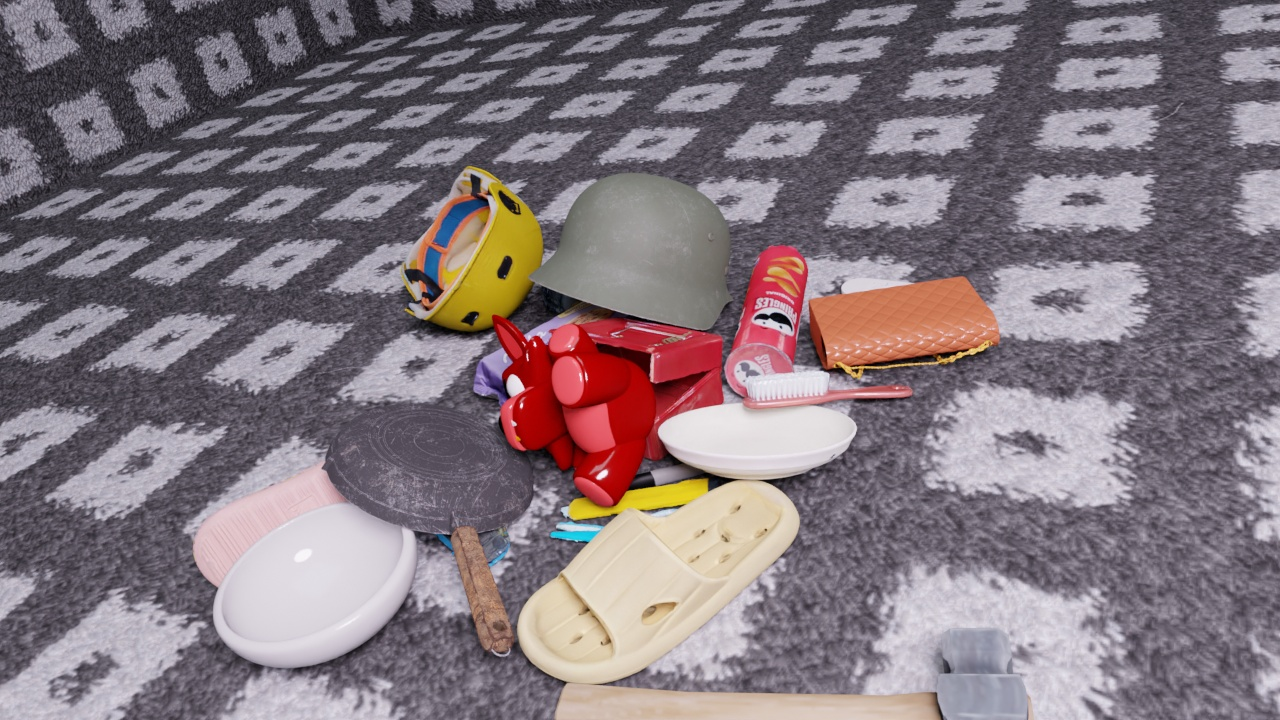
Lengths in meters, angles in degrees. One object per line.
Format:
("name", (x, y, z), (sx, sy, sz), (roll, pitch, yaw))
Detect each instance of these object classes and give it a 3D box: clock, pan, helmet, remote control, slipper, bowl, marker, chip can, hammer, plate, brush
("clock", (-0.083, -0.098, 1.230), (0.090, 0.052, 0.129), (-31, 40, -26))
("pan", (-0.169, 0.131, 0.832), (0.207, 0.040, 0.357), (5, 24, -29))
("helmet", (0.012, -0.141, 1.093), (0.227, 0.154, 0.267), (24, 12, 41))
("remote control", (0.303, -0.078, 1.082), (0.137, 0.013, 0.043), (11, 39, 34))
("slipper", (0.021, 0.162, 0.746), (0.260, 0.079, 0.111), (-27, 46, -23))
("bowl", (-0.276, 0.206, 0.810), (0.177, 0.066, 0.176), (-10, 32, 6))
("marker", (0.035, 0.108, 0.894), (0.138, 0.016, 0.022), (-14, 9, -1))
("helmet", (-0.203, -0.124, 1.212), (0.209, 0.139, 0.240), (-52, 34, 16))
("chip can", (0.149, -0.050, 1.043), (0.073, 0.073, 0.232), (-3, 33, 17))
("hammer", (0.096, 0.243, 0.631), (0.323, 0.051, 0.117), (-6, 33, 18))
("slipper", (-0.336, 0.155, 0.909), (0.197, 0.093, 0.082), (-28, 9, -17))
("plate", (0.108, 0.077, 0.856), (0.182, 0.034, 0.182), (-3, 11, 0))
("brush", (0.188, 0.026, 0.918), (0.172, 0.030, 0.041), (-4, 12, -4))

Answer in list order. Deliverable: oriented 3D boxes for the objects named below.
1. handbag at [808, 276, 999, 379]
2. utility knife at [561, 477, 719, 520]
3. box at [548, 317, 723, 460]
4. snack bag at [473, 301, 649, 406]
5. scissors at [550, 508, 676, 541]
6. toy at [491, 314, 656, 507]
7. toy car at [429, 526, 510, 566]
("handbag", (0.274, -0.030, 0.971), (0.172, 0.060, 0.108), (-8, 27, 4))
("utility knife", (-0.002, 0.131, 0.869), (0.156, 0.017, 0.030), (-8, 27, 8))
("box", (-0.003, 0.023, 0.981), (0.158, 0.123, 0.136), (14, 23, 42))
("snack bag", (-0.093, -0.005, 1.081), (0.205, 0.058, 0.096), (-32, 33, -23))
("scissors", (-0.024, 0.164, 0.831), (0.140, 0.015, 0.083), (-1, 37, 15))
("toy", (-0.077, 0.042, 0.889), (0.120, 0.158, 0.197), (-32, 30, -33))
("toy car", (-0.168, 0.162, 0.870), (0.105, 0.032, 0.048), (29, 49, 30))
